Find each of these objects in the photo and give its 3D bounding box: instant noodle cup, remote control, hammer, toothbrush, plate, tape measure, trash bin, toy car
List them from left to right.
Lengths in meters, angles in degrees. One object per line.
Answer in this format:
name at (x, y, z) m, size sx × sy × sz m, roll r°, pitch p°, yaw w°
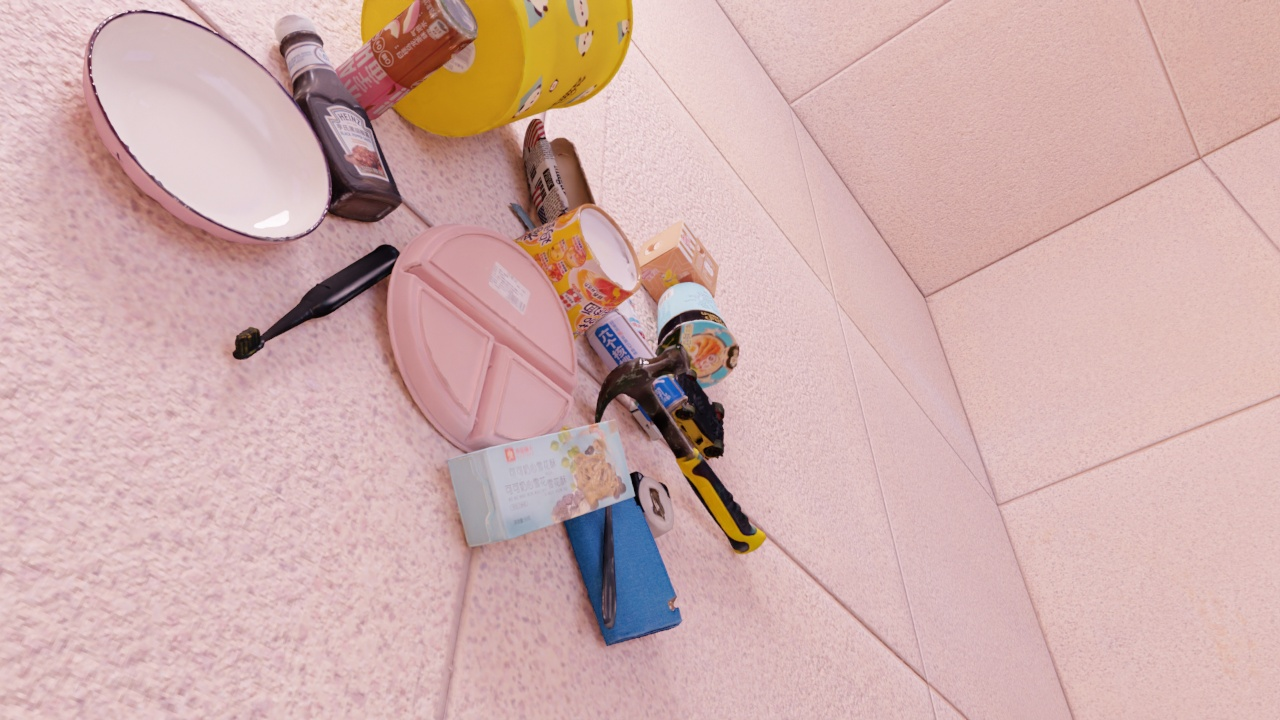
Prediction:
plate at (-0.318, -0.163, 0.675) m, size 0.192 × 0.039 × 0.192 m, roll 43°, pitch 30°, yaw -33°
toothbrush at (-0.245, -0.048, 0.708) m, size 0.026 × 0.027 × 0.212 m, roll 18°, pitch 27°, yaw 7°
plate at (-0.133, -0.021, 0.840) m, size 0.229 × 0.028 × 0.229 m, roll 31°, pitch 49°, yaw -45°
trash bin at (-0.156, -0.365, 1.000) m, size 0.229 × 0.230 × 0.254 m, roll 55°, pitch 30°, yaw -12°
instant noodle cup at (-0.073, -0.096, 0.991) m, size 0.138 × 0.110 × 0.137 m, roll 42°, pitch 32°, yaw -34°
toothbrush at (-0.027, 0.161, 0.847) m, size 0.015 × 0.018 × 0.180 m, roll 31°, pitch 42°, yaw -33°
tape measure at (0.006, 0.156, 0.967) m, size 0.065 × 0.034 × 0.066 m, roll 28°, pitch 40°, yaw -48°
remote control at (0.017, 0.045, 1.117) m, size 0.049 × 0.024 × 0.124 m, roll 51°, pitch 27°, yaw -19°
hammer at (0.057, 0.118, 1.041) m, size 0.323 × 0.126 × 0.031 m, roll 56°, pitch 21°, yaw -35°
instant noodle cup at (0.068, -0.040, 1.222) m, size 0.111 × 0.111 × 0.120 m, roll 45°, pitch 21°, yaw -31°
toy car at (0.069, 0.065, 1.152) m, size 0.156 × 0.041 × 0.071 m, roll 52°, pitch 32°, yaw -44°

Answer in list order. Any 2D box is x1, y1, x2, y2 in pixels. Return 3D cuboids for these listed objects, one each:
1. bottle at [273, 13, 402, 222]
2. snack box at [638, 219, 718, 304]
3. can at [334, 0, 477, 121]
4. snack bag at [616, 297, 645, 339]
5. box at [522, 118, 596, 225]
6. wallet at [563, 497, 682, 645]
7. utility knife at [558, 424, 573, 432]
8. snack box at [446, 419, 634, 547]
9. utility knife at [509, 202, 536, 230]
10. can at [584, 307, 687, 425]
bottle at (-0.275, -0.217, 0.811) m, size 0.079 × 0.044 × 0.194 m, roll 0°, pitch 63°, yaw -63°
snack box at (0.053, -0.129, 1.306) m, size 0.094 × 0.077 × 0.092 m, roll 51°, pitch 26°, yaw -22°
can at (-0.222, -0.284, 0.857) m, size 0.058 × 0.148 × 0.057 m, roll 44°, pitch 29°, yaw -33°
snack bag at (-0.017, -0.052, 1.152) m, size 0.045 × 0.026 × 0.105 m, roll 15°, pitch 48°, yaw -54°
box at (-0.105, -0.221, 1.105) m, size 0.088 × 0.076 × 0.162 m, roll 62°, pitch 10°, yaw -62°
wallet at (-0.018, 0.197, 0.872) m, size 0.106 × 0.040 × 0.133 m, roll 5°, pitch 58°, yaw -52°
utility knife at (-0.085, 0.070, 0.912) m, size 0.167 × 0.018 × 0.031 m, roll 33°, pitch 42°, yaw -54°
snack box at (-0.080, 0.102, 0.789) m, size 0.174 × 0.052 × 0.074 m, roll -9°, pitch 83°, yaw -54°
utility knife at (-0.087, -0.105, 1.087) m, size 0.209 × 0.015 × 0.033 m, roll 53°, pitch 23°, yaw -16°
can at (-0.006, 0.006, 1.051) m, size 0.134 × 0.053 × 0.053 m, roll 53°, pitch 23°, yaw 10°
